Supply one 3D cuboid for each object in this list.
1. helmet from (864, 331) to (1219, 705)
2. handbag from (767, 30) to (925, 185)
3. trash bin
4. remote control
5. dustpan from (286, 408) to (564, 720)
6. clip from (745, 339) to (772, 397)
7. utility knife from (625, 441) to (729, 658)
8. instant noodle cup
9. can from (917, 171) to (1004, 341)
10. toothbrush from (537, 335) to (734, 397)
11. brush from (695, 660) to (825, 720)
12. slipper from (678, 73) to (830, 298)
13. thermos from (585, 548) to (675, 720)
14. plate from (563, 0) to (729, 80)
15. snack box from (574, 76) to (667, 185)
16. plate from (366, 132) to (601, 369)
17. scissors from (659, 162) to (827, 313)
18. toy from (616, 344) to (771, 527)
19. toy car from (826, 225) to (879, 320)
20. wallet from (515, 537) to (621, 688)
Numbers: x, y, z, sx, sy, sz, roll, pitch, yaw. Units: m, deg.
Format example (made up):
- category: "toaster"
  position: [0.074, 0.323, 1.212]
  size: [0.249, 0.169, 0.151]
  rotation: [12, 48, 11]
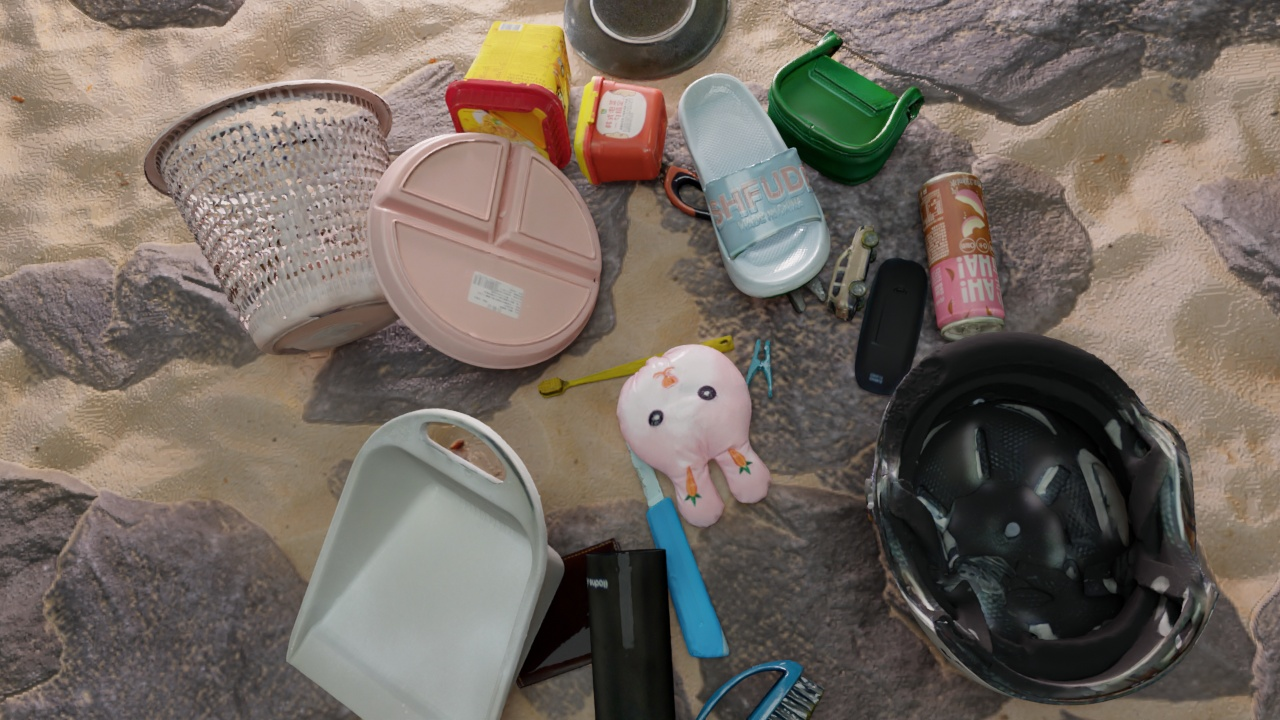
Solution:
- category: "helmet"
  position: [0.296, 0.131, 0.718]
  size: [0.230, 0.157, 0.273]
  rotation: [-13, 61, 5]
- category: "handbag"
  position: [0.194, -0.246, 0.890]
  size: [0.131, 0.068, 0.120]
  rotation: [36, 80, 15]
- category: "trash bin"
  position: [-0.310, -0.117, 0.852]
  size: [0.227, 0.227, 0.192]
  rotation: [-22, 84, 0]
- category: "remote control"
  position: [0.232, -0.035, 0.844]
  size: [0.053, 0.024, 0.136]
  rotation: [13, 75, 11]
- category: "dustpan"
  position: [-0.182, 0.179, 0.757]
  size: [0.223, 0.143, 0.257]
  rotation: [26, 74, 23]
- category: "clip"
  position: [0.112, 0.007, 0.852]
  size: [0.038, 0.013, 0.055]
  rotation: [7, 76, 9]
- category: "utility knife"
  position: [0.027, 0.159, 0.813]
  size: [0.034, 0.018, 0.216]
  rotation: [-16, 71, -10]
- category: "instant noodle cup"
  position: [-0.121, -0.265, 0.918]
  size: [0.116, 0.116, 0.123]
  rotation: [6, 62, 8]
- category: "can"
  position: [0.292, -0.095, 0.837]
  size: [0.058, 0.058, 0.147]
  rotation: [-5, 73, 5]
- category: "toothbrush"
  position: [-0.005, 0.005, 0.865]
  size: [0.190, 0.016, 0.015]
  rotation: [-14, 73, 3]
- category: "brush"
  position: [0.082, 0.302, 0.743]
  size: [0.073, 0.055, 0.143]
  rotation: [36, 81, 15]
- category: "slipper"
  position: [0.104, -0.175, 0.861]
  size: [0.104, 0.074, 0.245]
  rotation: [-20, 71, -2]
- category: "thermos"
  position: [0.004, 0.275, 0.736]
  size: [0.090, 0.068, 0.242]
  rotation: [-15, 76, 44]
- category: "plate"
  position: [0.004, -0.381, 0.978]
  size: [0.179, 0.024, 0.179]
  rotation: [-2, 73, 7]
- category: "snack box"
  position: [-0.017, -0.224, 0.901]
  size: [0.080, 0.082, 0.091]
  rotation: [6, 72, 10]
- category: "plate"
  position: [-0.132, -0.106, 0.839]
  size: [0.229, 0.028, 0.229]
  rotation: [9, 72, -30]
- category: "scissors"
  position: [0.097, -0.136, 0.897]
  size: [0.204, 0.015, 0.202]
  rotation: [7, 74, 8]
- category: "toy"
  position: [0.051, 0.064, 0.824]
  size: [0.121, 0.054, 0.159]
  rotation: [-28, 79, -5]
- category: "toy car"
  position: [0.199, -0.084, 0.854]
  size: [0.035, 0.042, 0.090]
  rotation: [17, 76, 13]
- category: "wallet"
  position: [-0.063, 0.221, 0.806]
  size: [0.122, 0.020, 0.096]
  rotation: [-19, 72, -1]
